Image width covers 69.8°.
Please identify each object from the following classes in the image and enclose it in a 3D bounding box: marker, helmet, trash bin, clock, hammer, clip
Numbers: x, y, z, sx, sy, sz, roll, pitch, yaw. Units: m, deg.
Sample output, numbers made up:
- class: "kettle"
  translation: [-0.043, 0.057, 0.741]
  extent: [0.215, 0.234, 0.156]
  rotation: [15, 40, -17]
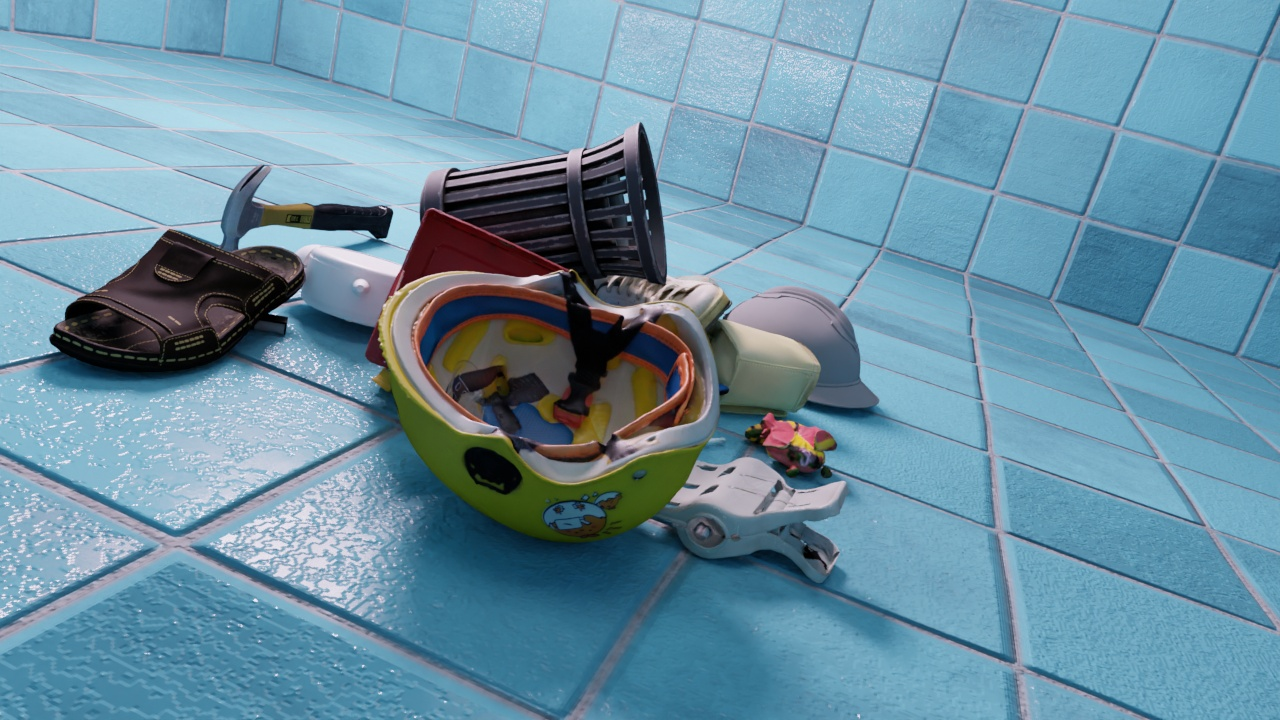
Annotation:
- class: "marker"
  translation: [-0.404, -0.043, 0.856]
  extent: [0.140, 0.016, 0.016]
  rotation: [9, 18, -18]
- class: "helmet"
  translation: [-0.070, 0.041, 0.660]
  extent: [0.240, 0.140, 0.208]
  rotation: [14, 37, -2]
- class: "trash bin"
  translation: [-0.098, -0.145, 0.954]
  extent: [0.227, 0.164, 0.164]
  rotation: [-7, 15, 8]
- class: "clock"
  translation: [-0.289, -0.068, 0.958]
  extent: [0.161, 0.073, 0.125]
  rotation: [25, 10, 42]
- class: "hammer"
  translation: [-0.408, -0.181, 1.161]
  extent: [0.025, 0.118, 0.332]
  rotation: [21, 13, 11]
- class: "helmet"
  translation: [0.188, -0.037, 1.170]
  extent: [0.271, 0.118, 0.183]
  rotation: [22, 18, 27]
- class: "clip"
  translation: [0.087, 0.117, 0.717]
  extent: [0.143, 0.073, 0.124]
  rotation: [13, 18, 19]

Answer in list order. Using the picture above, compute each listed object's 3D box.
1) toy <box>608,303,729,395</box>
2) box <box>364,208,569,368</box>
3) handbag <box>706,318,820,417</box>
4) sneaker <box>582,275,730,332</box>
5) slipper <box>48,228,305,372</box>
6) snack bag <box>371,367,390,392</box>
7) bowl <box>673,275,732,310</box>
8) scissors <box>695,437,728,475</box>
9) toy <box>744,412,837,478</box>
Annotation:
- class: "toy"
  translation: [-0.006, 0.006, 0.964]
  extent: [0.176, 0.071, 0.112]
  rotation: [39, 30, 31]
- class: "box"
  translation: [-0.145, -0.053, 0.828]
  extent: [0.157, 0.154, 0.168]
  rotation: [23, 53, -18]
- class: "handbag"
  translation: [0.123, 0.004, 1.027]
  extent: [0.119, 0.081, 0.111]
  rotation: [9, 29, -29]
- class: "sneaker"
  translation: [0.004, -0.081, 1.037]
  extent: [0.102, 0.088, 0.242]
  rotation: [52, -22, -24]
- class: "slipper"
  translation: [-0.388, -0.065, 0.802]
  extent: [0.113, 0.076, 0.267]
  rotation: [21, 27, 7]
- class: "snack bag"
  translation: [-0.205, 0.013, 0.846]
  extent: [0.026, 0.020, 0.099]
  rotation: [25, 20, 24]
- class: "bowl"
  translation: [0.041, -0.081, 1.215]
  extent: [0.157, 0.038, 0.157]
  rotation: [-10, 15, 2]
- class: "scissors"
  translation: [0.018, 0.080, 0.844]
  extent: [0.171, 0.022, 0.173]
  rotation: [21, 13, 26]
- class: "toy"
  translation: [0.148, 0.081, 0.900]
  extent: [0.084, 0.046, 0.103]
  rotation: [-7, 19, -20]
